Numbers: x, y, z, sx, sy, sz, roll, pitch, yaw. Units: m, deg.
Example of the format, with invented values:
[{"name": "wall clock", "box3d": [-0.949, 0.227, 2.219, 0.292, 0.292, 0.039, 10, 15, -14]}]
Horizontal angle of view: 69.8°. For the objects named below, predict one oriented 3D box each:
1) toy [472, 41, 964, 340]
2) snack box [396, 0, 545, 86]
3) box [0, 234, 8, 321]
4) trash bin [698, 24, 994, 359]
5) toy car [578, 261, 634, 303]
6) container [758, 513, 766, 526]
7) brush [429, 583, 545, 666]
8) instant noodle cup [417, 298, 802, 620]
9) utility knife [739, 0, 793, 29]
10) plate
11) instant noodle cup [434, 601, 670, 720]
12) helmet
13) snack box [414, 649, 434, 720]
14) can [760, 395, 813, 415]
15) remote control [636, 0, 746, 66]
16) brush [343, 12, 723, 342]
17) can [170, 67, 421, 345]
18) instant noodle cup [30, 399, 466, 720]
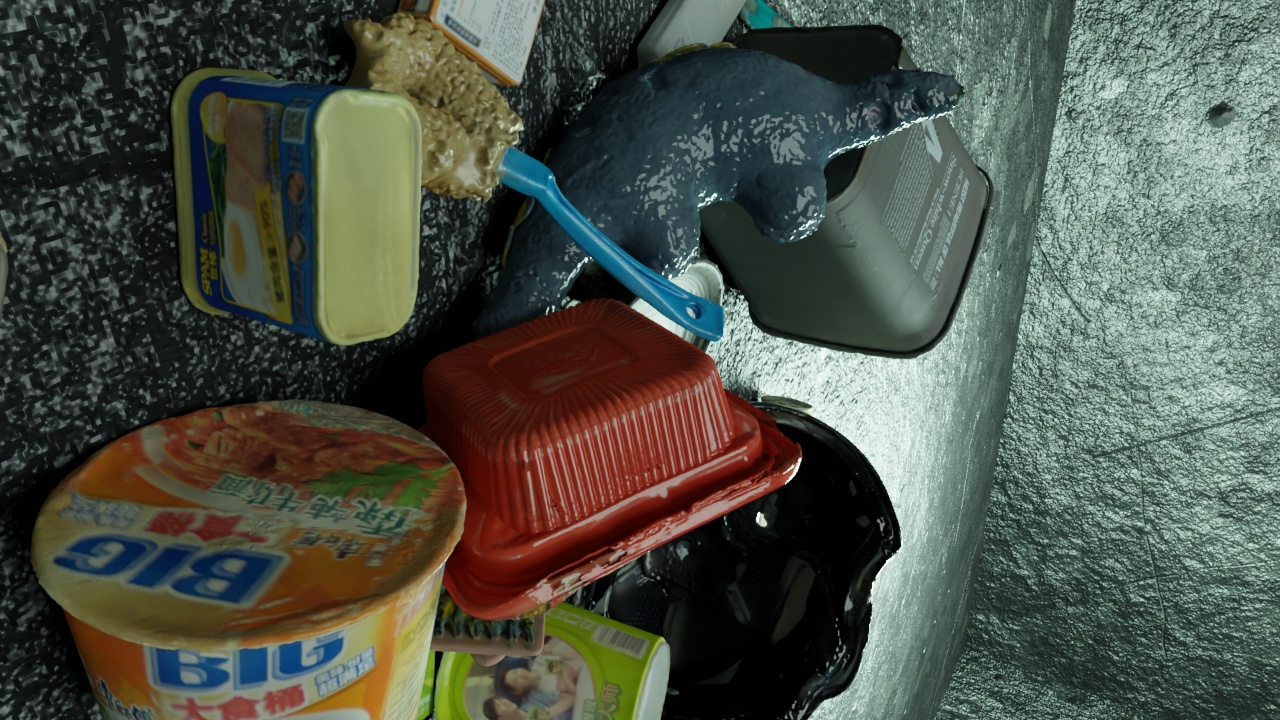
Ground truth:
[{"name": "toy", "box3d": [0.038, -0.126, 0.570, 0.355, 0.138, 0.091, -27, 158, -15]}, {"name": "snack box", "box3d": [-0.070, -0.227, 0.468, 0.075, 0.026, 0.153, 19, 86, -61]}, {"name": "box", "box3d": [-0.244, 0.041, 0.256, 0.089, 0.061, 0.184, 7, 99, -60]}, {"name": "trash bin", "box3d": [0.156, -0.138, 0.747, 0.219, 0.199, 0.198, 39, 69, -53]}, {"name": "toy car", "box3d": [-0.009, -0.069, 0.634, 0.034, 0.043, 0.090, 101, 15, -75]}, {"name": "container", "box3d": [0.087, 0.117, 0.841, 0.090, 0.090, 0.111, -9, 108, -59]}, {"name": "brush", "box3d": [-0.083, 0.097, 0.533, 0.073, 0.063, 0.145, 99, -7, -56]}, {"name": "instant noodle cup", "box3d": [-0.031, 0.032, 0.460, 0.188, 0.164, 0.079, -21, 120, -25]}, {"name": "utility knife", "box3d": [0.123, -0.283, 0.794, 0.181, 0.013, 0.029, -1, 104, -60]}, {"name": "plate", "box3d": [-0.004, 0.004, 0.636, 0.179, 0.024, 0.180, -43, 154, -27]}, {"name": "instant noodle cup", "box3d": [-0.049, 0.203, 0.580, 0.111, 0.123, 0.111, 11, 89, -75]}, {"name": "helmet", "box3d": [0.058, 0.156, 0.714, 0.157, 0.230, 0.274, -129, -119, -79]}, {"name": "snack box", "box3d": [-0.150, 0.145, 0.502, 0.085, 0.026, 0.156, -20, 120, -57]}, {"name": "can", "box3d": [0.142, 0.098, 0.956, 0.058, 0.058, 0.116, -4, 106, -60]}, {"name": "remote control", "box3d": [0.040, -0.246, 0.657, 0.149, 0.021, 0.058, -60, 148, -25]}, {"name": "brush", "box3d": [-0.044, -0.077, 0.464, 0.254, 0.046, 0.083, 34, 45, -34]}, {"name": "can", "box3d": [-0.136, -0.062, 0.369, 0.057, 0.083, 0.102, -20, 120, -56]}, {"name": "instant noodle cup", "box3d": [-0.149, 0.100, 0.370, 0.151, 0.151, 0.112, -30, 136, -52]}]
